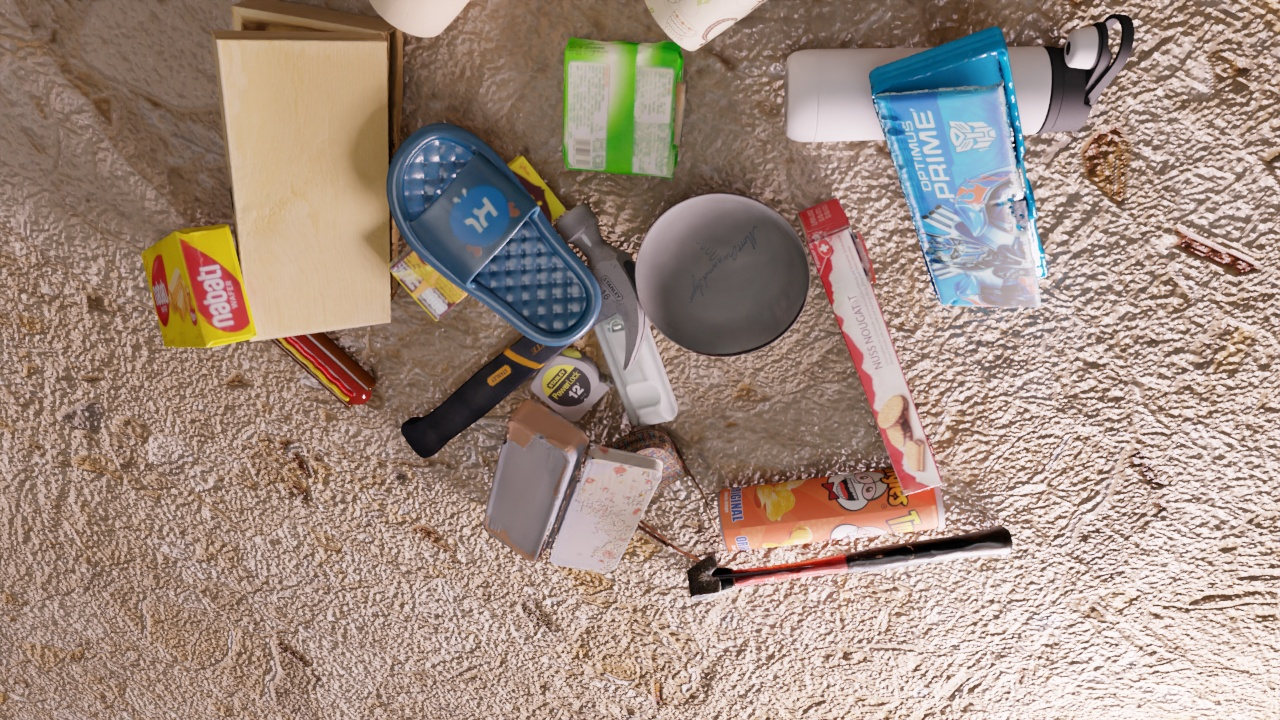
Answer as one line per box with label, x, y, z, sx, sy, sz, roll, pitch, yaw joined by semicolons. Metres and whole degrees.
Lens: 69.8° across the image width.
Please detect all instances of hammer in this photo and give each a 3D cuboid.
hammer;-0.121;-0.001;0.863;0.313;0.035;0.139;-35;93;28
hammer;0.208;0.203;0.926;0.326;0.036;0.140;-9;160;5

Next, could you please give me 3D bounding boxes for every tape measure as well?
tape measure;-0.067;0.022;0.890;0.065;0.016;0.064;37;118;-14

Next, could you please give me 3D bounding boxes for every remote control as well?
remote control;-0.005;0.005;0.869;0.050;0.022;0.133;-13;117;14

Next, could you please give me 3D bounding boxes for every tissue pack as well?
tissue pack;-0.013;-0.202;0.744;0.099;0.034;0.114;7;121;6

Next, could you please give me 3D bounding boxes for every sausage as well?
sausage;-0.322;-0.014;0.888;0.040;0.040;0.155;-35;110;23

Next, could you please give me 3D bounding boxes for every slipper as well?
slipper;-0.118;-0.094;0.746;0.104;0.059;0.213;-43;108;1

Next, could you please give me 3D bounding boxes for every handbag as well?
handbag;0.031;0.147;0.950;0.094;0.043;0.196;-30;121;18

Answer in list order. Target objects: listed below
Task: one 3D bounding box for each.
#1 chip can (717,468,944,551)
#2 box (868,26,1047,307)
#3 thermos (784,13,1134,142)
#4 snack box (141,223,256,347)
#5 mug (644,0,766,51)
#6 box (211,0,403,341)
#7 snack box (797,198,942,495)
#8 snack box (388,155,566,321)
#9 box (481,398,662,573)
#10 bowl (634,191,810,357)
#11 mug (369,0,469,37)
chip can;0.185;0.146;0.905;0.210;0.062;0.062;-9;118;12
box;0.246;-0.123;0.689;0.091;0.066;0.243;-15;140;21
thermos;0.225;-0.209;0.681;0.230;0.068;0.101;0;156;6
snack box;-0.382;-0.060;0.785;0.201;0.042;0.092;2;105;55
mug;0.045;-0.298;0.669;0.097;0.080;0.122;-35;90;31
box;-0.268;-0.152;0.761;0.141;0.148;0.249;4;122;-8
snack box;0.206;-0.007;0.807;0.044;0.076;0.273;-20;115;14
snack box;-0.139;-0.105;0.785;0.149;0.025;0.061;-41;110;-3
box;-0.072;0.136;0.901;0.157;0.063;0.217;17;138;-5
bowl;0.070;-0.081;0.790;0.151;0.056;0.151;2;120;3
mug;-0.163;-0.310;0.679;0.111;0.085;0.105;52;128;9
